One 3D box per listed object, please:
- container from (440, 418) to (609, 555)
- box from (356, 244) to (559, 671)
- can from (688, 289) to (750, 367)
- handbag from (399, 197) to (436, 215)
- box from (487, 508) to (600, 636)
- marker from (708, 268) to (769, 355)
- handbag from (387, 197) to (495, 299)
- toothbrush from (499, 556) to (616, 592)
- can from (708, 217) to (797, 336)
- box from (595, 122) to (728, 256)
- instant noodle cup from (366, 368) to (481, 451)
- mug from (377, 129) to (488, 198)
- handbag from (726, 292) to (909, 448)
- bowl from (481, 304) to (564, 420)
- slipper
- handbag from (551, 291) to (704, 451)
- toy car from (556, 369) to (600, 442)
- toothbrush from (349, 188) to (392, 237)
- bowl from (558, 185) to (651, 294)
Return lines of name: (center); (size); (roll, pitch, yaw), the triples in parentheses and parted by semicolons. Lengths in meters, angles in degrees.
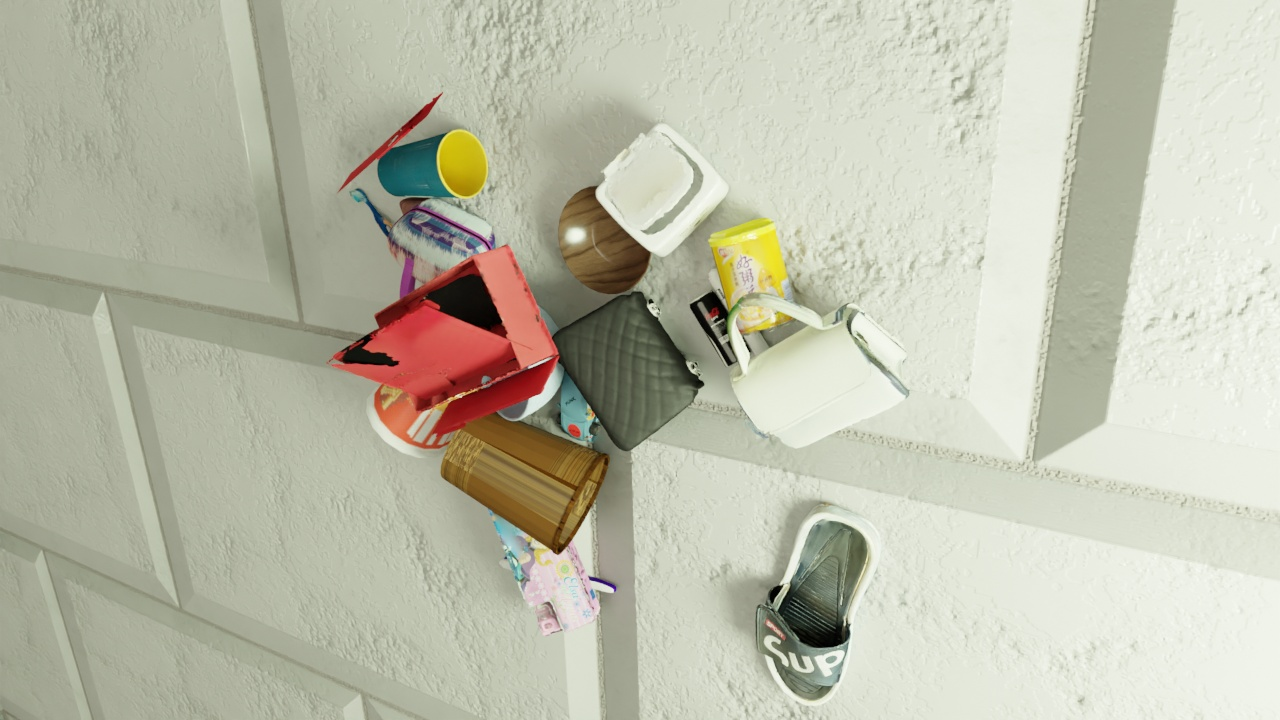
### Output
container: (-0.141, 0.135, 1.104); (0.167, 0.131, 0.132); (26, 121, 10)
box: (-0.196, 0.100, 0.965); (0.213, 0.127, 0.424); (-20, 63, 42)
can: (0.084, -0.034, 0.976); (0.032, 0.031, 0.080); (-31, 91, 36)
handbag: (-0.269, -0.145, 1.159); (0.055, 0.029, 0.120); (6, 117, 25)
box: (-0.133, 0.242, 1.182); (0.085, 0.063, 0.230); (-21, 91, 19)
marker: (0.110, -0.039, 0.968); (0.133, 0.017, 0.020); (58, 163, 0)
handbag: (-0.251, -0.104, 1.134); (0.144, 0.067, 0.170); (26, 129, -2)
toothbrush: (-0.112, 0.288, 1.235); (0.187, 0.016, 0.015); (6, 111, 28)
can: (0.113, -0.084, 0.917); (0.068, 0.067, 0.105); (-9, 104, 34)
box: (0.015, -0.174, 0.904); (0.108, 0.101, 0.102); (-45, 82, 8)
instant noodle cup: (-0.266, 0.039, 1.176); (0.123, 0.123, 0.121); (46, 118, 9)
mug: (-0.251, -0.227, 1.086); (0.122, 0.078, 0.078); (2, 110, 36)
handbag: (0.150, 0.003, 0.877); (0.152, 0.073, 0.176); (-31, 122, 36)
bowl: (-0.136, -0.010, 1.084); (0.151, 0.074, 0.151); (28, 126, 49)
slipper: (0.189, 0.282, 1.018); (0.111, 0.063, 0.264); (24, 117, 22)
handbag: (-0.007, 0.006, 1.031); (0.125, 0.114, 0.153); (-34, 85, 11)
toy car: (-0.078, 0.053, 1.114); (0.060, 0.027, 0.108); (16, 116, 26)
toothbrush: (-0.330, -0.175, 1.188); (0.135, 0.017, 0.022); (46, 128, 9)
bowl: (-0.033, -0.135, 1.009); (0.119, 0.032, 0.119); (12, 114, 28)
